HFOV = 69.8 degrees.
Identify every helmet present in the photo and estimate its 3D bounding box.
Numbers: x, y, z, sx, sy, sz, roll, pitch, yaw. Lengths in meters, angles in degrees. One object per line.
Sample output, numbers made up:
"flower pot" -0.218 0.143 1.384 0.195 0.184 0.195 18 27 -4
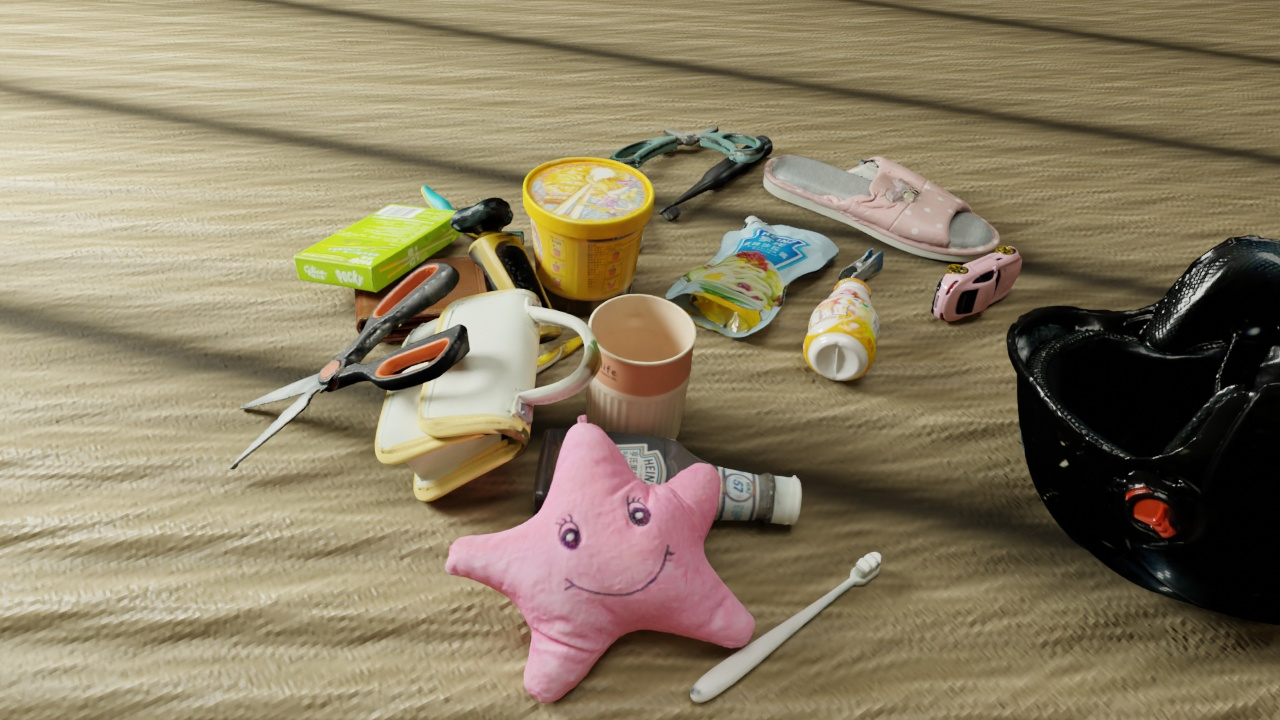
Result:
"helmet" 0.388 0.055 0.630 0.275 0.230 0.232 11 31 22

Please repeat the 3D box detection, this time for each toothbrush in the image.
"toothbrush" 0.102 0.177 0.619 0.179 0.016 0.016 -26 48 -30
"toothbrush" 0.088 -0.210 1.054 0.027 0.026 0.212 50 52 0
"toothbrush" -0.071 -0.011 0.814 0.016 0.018 0.190 33 48 30

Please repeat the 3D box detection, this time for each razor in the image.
"razor" -0.117 -0.082 0.833 0.062 0.068 0.167 -11 58 -34
"razor" -0.181 -0.148 0.951 0.132 0.028 0.043 31 24 22

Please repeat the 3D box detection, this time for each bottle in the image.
"bottle" 0.020 0.095 0.684 0.195 0.044 0.079 6 49 -1
"bottle" 0.185 -0.031 0.831 0.063 0.063 0.108 15 42 10

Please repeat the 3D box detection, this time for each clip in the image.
"clip" 0.226 -0.092 0.935 0.057 0.026 0.036 -31 46 -28

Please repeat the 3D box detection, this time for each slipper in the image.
"slipper" 0.265 -0.183 1.019 0.274 0.055 0.113 25 45 22

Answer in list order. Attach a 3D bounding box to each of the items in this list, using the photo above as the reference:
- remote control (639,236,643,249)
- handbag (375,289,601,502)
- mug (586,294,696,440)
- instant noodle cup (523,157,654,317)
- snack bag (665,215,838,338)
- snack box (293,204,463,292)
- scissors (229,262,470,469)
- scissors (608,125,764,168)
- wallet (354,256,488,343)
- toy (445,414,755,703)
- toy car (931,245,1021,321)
"remote control" -0.035 -0.160 0.987 0.056 0.020 0.135 -3 41 -11
"handbag" -0.110 0.006 0.691 0.179 0.063 0.163 -25 37 20
"mug" -0.004 0.004 0.737 0.081 0.106 0.114 -1 41 -8
"instant noodle cup" -0.050 -0.113 0.859 0.118 0.115 0.118 3 41 -3
"snack bag" 0.115 -0.090 0.912 0.110 0.039 0.190 16 40 29
"snack box" -0.245 -0.111 0.875 0.086 0.026 0.156 9 30 18
"scissors" -0.214 0.000 0.709 0.221 0.022 0.227 -3 46 36
"scissors" 0.051 -0.245 1.074 0.169 0.019 0.171 -25 35 -25
"wallet" -0.201 -0.059 0.848 0.124 0.032 0.101 -5 39 -13
"toy" -0.031 0.122 0.608 0.194 0.075 0.178 -10 68 -12
"toy car" 0.334 -0.074 0.901 0.122 0.056 0.037 -22 44 -28
